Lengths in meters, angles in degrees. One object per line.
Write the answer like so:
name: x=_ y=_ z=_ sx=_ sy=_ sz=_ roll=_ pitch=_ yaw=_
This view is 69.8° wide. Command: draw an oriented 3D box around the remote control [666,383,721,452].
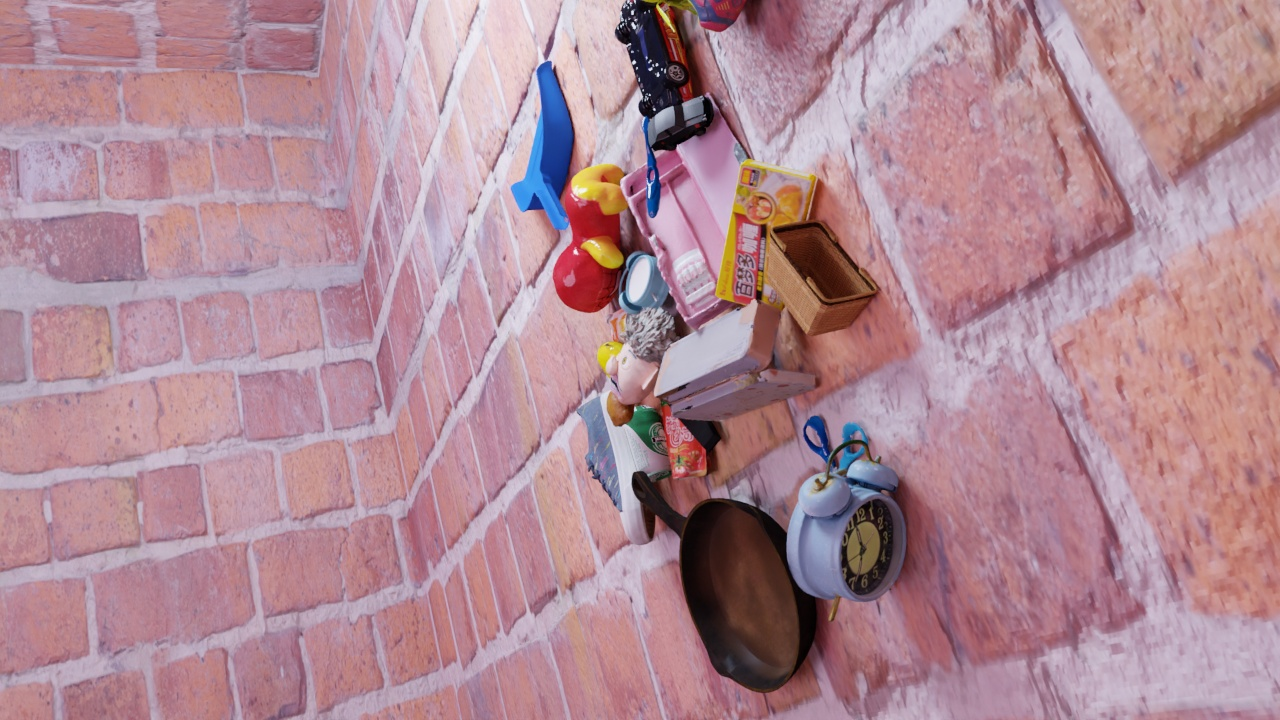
remote control: x=0.062 y=0.063 z=1.165 sx=0.039 sy=0.010 sz=0.124 roll=-53 pitch=50 yaw=23

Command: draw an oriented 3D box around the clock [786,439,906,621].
clock: x=0.193 y=0.153 z=0.857 sx=0.060 sy=0.117 sz=0.162 roll=5 pitch=108 yaw=52

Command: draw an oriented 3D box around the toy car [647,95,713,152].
toy car: x=0.044 y=-0.279 z=1.075 sx=0.092 sy=0.036 sz=0.042 roll=-19 pitch=68 yaw=39

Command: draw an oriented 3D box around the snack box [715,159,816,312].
snack box: x=0.130 y=-0.128 z=0.963 sx=0.075 sy=0.025 sz=0.152 roll=17 pitch=120 yaw=15

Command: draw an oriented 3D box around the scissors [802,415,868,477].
scissors: x=0.200 y=0.114 z=0.951 sx=0.110 sy=0.015 sz=0.132 roll=33 pitch=130 yaw=52

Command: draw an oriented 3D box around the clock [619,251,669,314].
clock: x=0.003 y=-0.105 z=1.244 sx=0.123 sy=0.042 sz=0.087 roll=5 pitch=83 yaw=62

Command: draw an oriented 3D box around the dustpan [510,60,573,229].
dustpan: x=-0.150 y=-0.307 z=1.488 sx=0.257 sy=0.059 sz=0.246 roll=62 pitch=147 yaw=33

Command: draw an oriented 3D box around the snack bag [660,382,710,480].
snack bag: x=0.058 y=0.077 z=1.199 sx=0.087 sy=0.044 sz=0.155 roll=-16 pitch=75 yaw=50

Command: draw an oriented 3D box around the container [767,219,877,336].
container: x=0.172 y=-0.079 z=0.904 sx=0.061 sy=0.063 sz=0.114 roll=101 pitch=149 yaw=-46

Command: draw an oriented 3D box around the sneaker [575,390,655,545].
sneaker: x=-0.037 y=0.158 z=1.324 sx=0.087 sy=0.079 sz=0.235 roll=56 pitch=-162 yaw=-64

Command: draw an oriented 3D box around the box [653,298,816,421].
box: x=0.096 y=0.004 z=1.038 sx=0.217 sy=0.094 sz=0.107 roll=-29 pitch=69 yaw=61

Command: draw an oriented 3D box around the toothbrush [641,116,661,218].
toothbrush: x=0.013 y=-0.233 z=1.111 sx=0.021 sy=0.016 sz=0.132 roll=-14 pitch=74 yaw=38

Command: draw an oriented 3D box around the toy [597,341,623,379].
toy: x=-0.026 y=0.013 z=1.317 sx=0.095 sy=0.041 sz=0.094 roll=15 pitch=140 yaw=59

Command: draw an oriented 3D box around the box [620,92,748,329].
box: x=0.078 y=-0.175 z=1.083 sx=0.180 sy=0.059 sz=0.232 roll=-41 pitch=56 yaw=31

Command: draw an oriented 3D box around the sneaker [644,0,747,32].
sneaker: x=0.032 y=-0.447 z=1.024 sx=0.241 sy=0.116 sz=0.091 roll=54 pitch=132 yaw=34

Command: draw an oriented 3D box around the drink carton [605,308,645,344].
drink carton: x=-0.023 y=-0.043 z=1.333 sx=0.122 sy=0.038 sz=0.069 roll=157 pitch=104 yaw=-69

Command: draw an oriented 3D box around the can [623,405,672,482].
can: x=0.010 y=0.115 z=1.276 sx=0.053 sy=0.053 sz=0.101 roll=-52 pitch=51 yaw=55

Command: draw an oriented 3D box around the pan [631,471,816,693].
pan: x=0.094 y=0.240 z=1.127 sx=0.356 sy=0.043 sz=0.249 roll=42 pitch=133 yaw=46

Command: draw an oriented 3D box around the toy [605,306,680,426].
toy: x=-0.007 y=0.007 z=1.211 sx=0.132 sy=0.076 sz=0.176 roll=-115 pitch=47 yaw=-65

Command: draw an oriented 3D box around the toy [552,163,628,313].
toy: x=-0.070 y=-0.167 z=1.315 sx=0.147 sy=0.099 sz=0.217 roll=-91 pitch=11 yaw=-58

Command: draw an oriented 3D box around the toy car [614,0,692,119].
toy car: x=0.019 y=-0.380 z=1.132 sx=0.082 sy=0.056 sz=0.189 roll=-39 pitch=63 yaw=61
